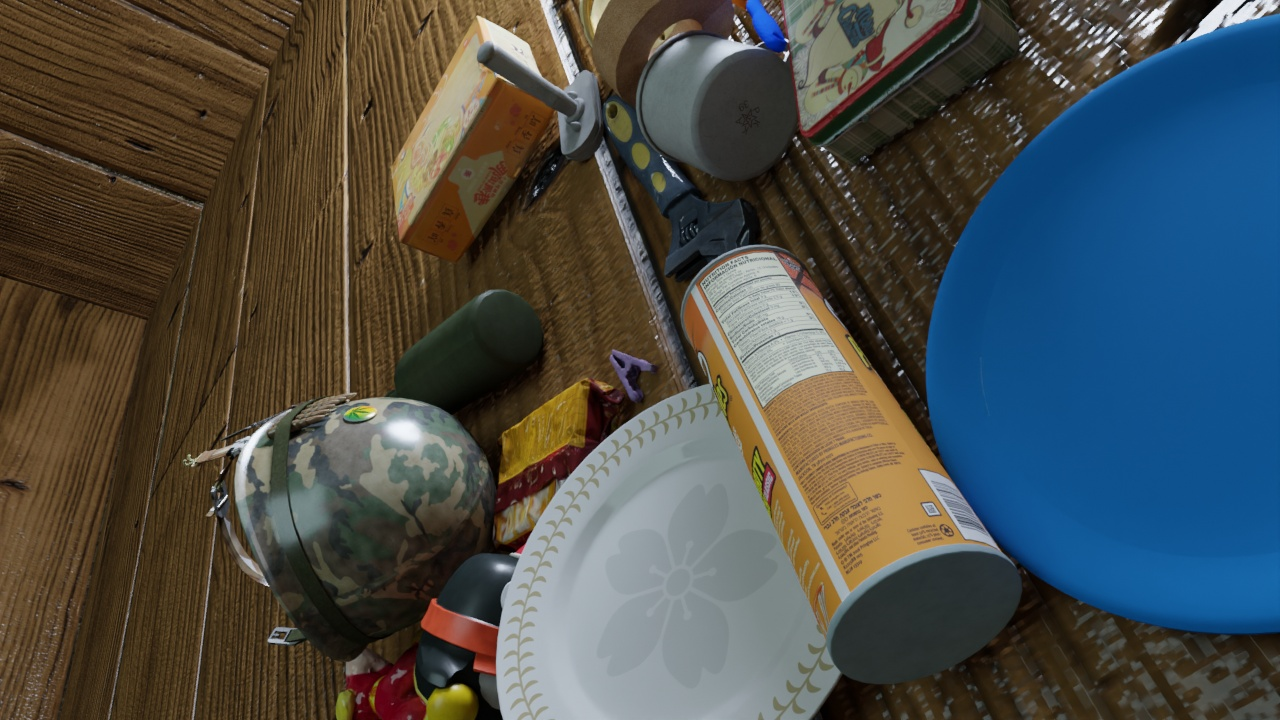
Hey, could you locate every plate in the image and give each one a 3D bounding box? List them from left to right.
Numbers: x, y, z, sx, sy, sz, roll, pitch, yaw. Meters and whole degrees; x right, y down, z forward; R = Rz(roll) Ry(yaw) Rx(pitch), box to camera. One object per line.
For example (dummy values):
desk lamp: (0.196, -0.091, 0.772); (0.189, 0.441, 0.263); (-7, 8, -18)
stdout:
plate: (0.018, 0.115, 0.487); (0.243, 0.016, 0.242); (-28, 39, 25)
plate: (0.205, -0.016, 0.330); (0.225, 0.024, 0.224); (-31, 49, 43)

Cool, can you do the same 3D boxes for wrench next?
wrench: (0.017, -0.131, 0.661); (0.073, 0.022, 0.273); (-53, 37, 23)

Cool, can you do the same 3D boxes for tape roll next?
tape roll: (0.015, -0.211, 0.598); (0.094, 0.093, 0.027); (-50, 64, 27)

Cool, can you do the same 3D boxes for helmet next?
helmet: (-0.226, 0.123, 0.709); (0.236, 0.193, 0.224); (-26, 25, -2)

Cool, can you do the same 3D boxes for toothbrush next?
toothbrush: (0.074, -0.221, 0.592); (0.018, 0.016, 0.182); (-59, 17, 28)

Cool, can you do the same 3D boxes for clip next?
clip: (-0.007, 0.011, 0.629); (0.050, 0.014, 0.046); (-3, 73, 51)

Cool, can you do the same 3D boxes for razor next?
razor: (-0.087, -0.232, 0.778); (0.047, 0.116, 0.088); (-36, 45, 32)

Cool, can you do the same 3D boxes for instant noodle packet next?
instant noodle packet: (-0.060, 0.077, 0.644); (0.136, 0.039, 0.098); (-34, 50, 46)

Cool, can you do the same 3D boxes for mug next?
mug: (0.060, -0.168, 0.579); (0.113, 0.084, 0.070); (-36, 37, -9)

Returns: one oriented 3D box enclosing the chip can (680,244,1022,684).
chip can: (0.081, 0.032, 0.418); (0.075, 0.075, 0.214); (-53, 32, 23)

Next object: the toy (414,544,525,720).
toy: (-0.091, 0.171, 0.589); (0.100, 0.097, 0.119); (-2, 68, 59)

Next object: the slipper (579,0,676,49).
slipper: (-0.008, -0.278, 0.729); (0.112, 0.079, 0.261); (-53, 37, 28)

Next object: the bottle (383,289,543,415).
bottle: (-0.168, 0.008, 0.806); (0.207, 0.071, 0.071); (-29, 50, 45)

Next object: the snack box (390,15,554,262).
snack box: (-0.167, -0.215, 0.914); (0.196, 0.080, 0.145); (-51, 38, 26)

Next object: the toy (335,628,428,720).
toy: (-0.176, 0.257, 0.701); (0.138, 0.067, 0.105); (-21, 58, 34)

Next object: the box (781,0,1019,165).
box: (0.133, -0.221, 0.522); (0.118, 0.050, 0.205); (-30, 49, 43)
